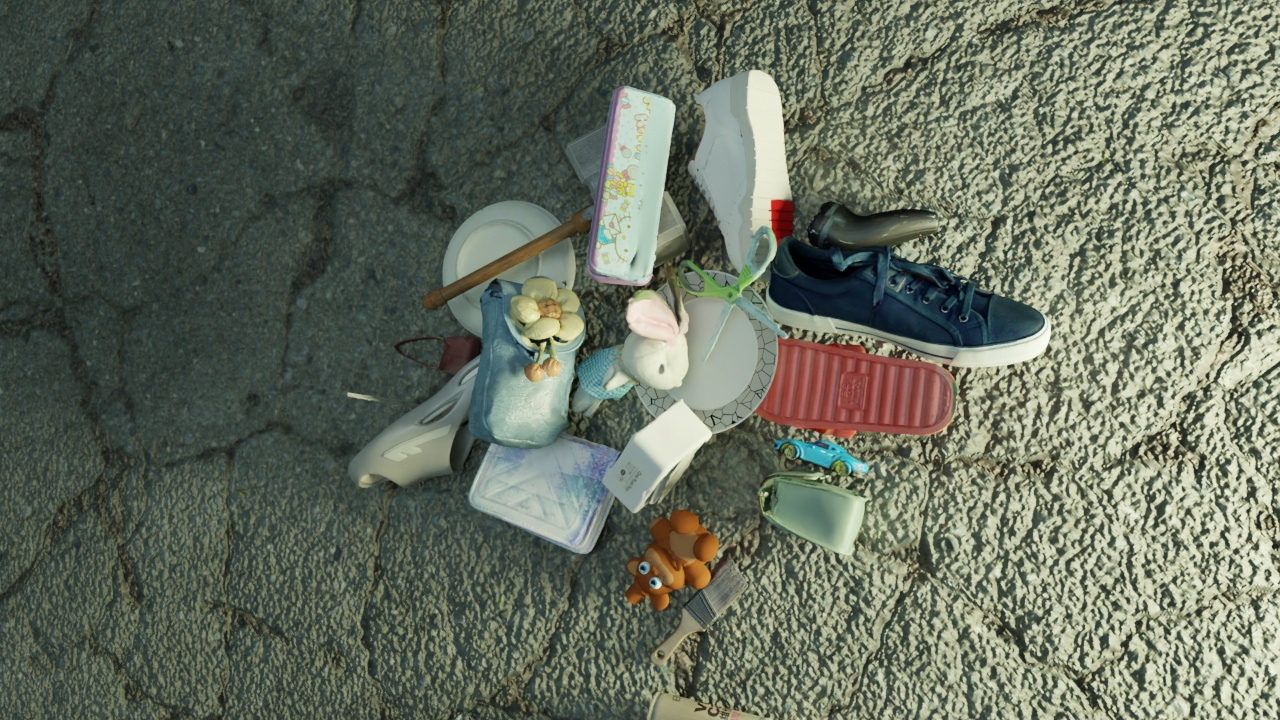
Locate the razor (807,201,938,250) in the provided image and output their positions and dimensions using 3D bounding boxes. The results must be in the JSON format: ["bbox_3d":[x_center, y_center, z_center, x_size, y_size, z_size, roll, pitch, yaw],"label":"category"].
[{"bbox_3d":[0.256,-0.151,1.015,0.141,0.053,0.063,-6,81,14],"label":"razor"}]

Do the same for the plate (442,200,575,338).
[{"bbox_3d":[-0.172,-0.115,1.147,0.182,0.034,0.182,-2,83,16],"label":"plate"}]

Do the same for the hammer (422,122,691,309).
[{"bbox_3d":[-0.118,-0.138,1.085,0.318,0.083,0.162,-27,77,4],"label":"hammer"}]

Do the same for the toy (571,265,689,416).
[{"bbox_3d":[-0.006,0.006,1.041,0.105,0.130,0.206,44,120,5],"label":"toy"}]

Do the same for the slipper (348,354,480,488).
[{"bbox_3d":[-0.230,0.087,1.110,0.266,0.113,0.080,-38,77,3],"label":"slipper"}]

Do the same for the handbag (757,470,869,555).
[{"bbox_3d":[0.183,0.152,0.967,0.106,0.121,0.067,19,89,17],"label":"handbag"}]

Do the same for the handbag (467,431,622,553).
[{"bbox_3d":[-0.108,0.145,1.088,0.159,0.069,0.126,19,75,17],"label":"handbag"}]

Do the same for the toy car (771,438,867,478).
[{"bbox_3d":[0.198,0.103,1.006,0.105,0.048,0.032,16,89,18],"label":"toy car"}]

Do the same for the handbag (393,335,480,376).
[{"bbox_3d":[-0.264,-0.011,1.171,0.120,0.029,0.055,8,85,22],"label":"handbag"}]

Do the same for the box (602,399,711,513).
[{"bbox_3d":[0.031,0.119,1.017,0.091,0.102,0.107,47,137,12],"label":"box"}]

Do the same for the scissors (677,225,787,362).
[{"bbox_3d":[0.101,-0.072,1.008,0.171,0.021,0.173,38,114,34],"label":"scissors"}]

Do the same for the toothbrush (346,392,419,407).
[{"bbox_3d":[-0.290,0.053,1.088,0.010,0.181,0.010,-42,69,11],"label":"toothbrush"}]

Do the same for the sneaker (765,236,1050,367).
[{"bbox_3d":[0.272,-0.077,0.946,0.295,0.127,0.120,15,45,20],"label":"sneaker"}]

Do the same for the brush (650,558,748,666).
[{"bbox_3d":[0.064,0.291,1.045,0.039,0.012,0.151,45,97,16],"label":"brush"}]

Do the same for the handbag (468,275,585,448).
[{"bbox_3d":[-0.123,0.002,1.026,0.119,0.121,0.191,-12,67,56],"label":"handbag"}]

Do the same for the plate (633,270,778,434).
[{"bbox_3d":[0.072,-0.009,1.056,0.189,0.016,0.188,-3,84,30],"label":"plate"}]

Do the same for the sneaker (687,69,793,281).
[{"bbox_3d":[0.106,-0.205,1.057,0.104,0.090,0.236,-4,92,39],"label":"sneaker"}]

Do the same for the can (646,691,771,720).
[{"bbox_3d":[0.077,0.406,1.007,0.136,0.054,0.054,8,86,18],"label":"can"}]

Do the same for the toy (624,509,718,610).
[{"bbox_3d":[0.029,0.229,1.037,0.128,0.065,0.095,-45,68,13],"label":"toy"}]

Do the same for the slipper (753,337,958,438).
[{"bbox_3d":[0.223,0.033,1.001,0.249,0.059,0.103,10,88,32],"label":"slipper"}]

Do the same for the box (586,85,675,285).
[{"bbox_3d":[-0.010,-0.189,1.007,0.078,0.065,0.214,8,81,-3],"label":"box"}]
